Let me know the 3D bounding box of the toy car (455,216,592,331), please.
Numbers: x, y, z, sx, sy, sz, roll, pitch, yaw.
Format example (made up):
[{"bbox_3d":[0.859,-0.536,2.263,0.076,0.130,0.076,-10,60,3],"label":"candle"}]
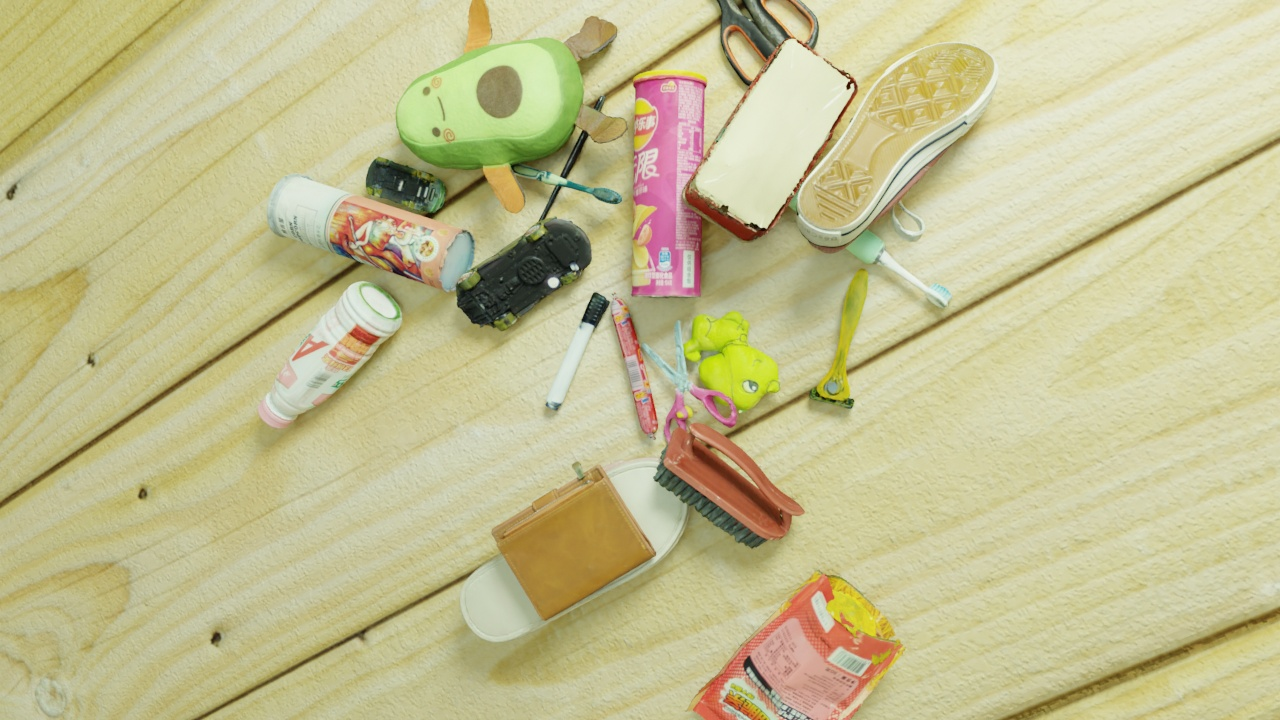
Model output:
[{"bbox_3d":[-0.120,-0.089,0.941,0.158,0.042,0.070,-31,115,16],"label":"toy car"}]

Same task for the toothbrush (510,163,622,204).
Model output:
[{"bbox_3d":[-0.102,-0.189,0.934,0.192,0.018,0.016,21,97,23],"label":"toothbrush"}]

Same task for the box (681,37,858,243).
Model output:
[{"bbox_3d":[0.115,-0.198,0.821,0.091,0.079,0.168,33,85,-4],"label":"box"}]

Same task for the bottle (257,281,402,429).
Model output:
[{"bbox_3d":[-0.346,0.000,1.006,0.197,0.068,0.068,-42,82,18],"label":"bottle"}]

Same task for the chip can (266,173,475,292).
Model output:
[{"bbox_3d":[-0.285,-0.136,0.976,0.215,0.071,0.071,19,98,13],"label":"chip can"}]

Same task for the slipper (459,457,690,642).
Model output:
[{"bbox_3d":[-0.066,0.194,0.941,0.274,0.054,0.114,-36,86,8],"label":"slipper"}]

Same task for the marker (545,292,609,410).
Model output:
[{"bbox_3d":[-0.066,-0.008,0.949,0.022,0.018,0.131,24,99,4],"label":"marker"}]

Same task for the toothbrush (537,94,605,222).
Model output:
[{"bbox_3d":[-0.076,-0.188,0.942,0.018,0.015,0.181,28,101,6],"label":"toothbrush"}]

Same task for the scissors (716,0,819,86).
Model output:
[{"bbox_3d":[0.066,-0.356,0.888,0.235,0.021,0.137,31,101,11],"label":"scissors"}]

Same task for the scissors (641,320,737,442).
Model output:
[{"bbox_3d":[0.048,0.027,0.903,0.125,0.017,0.133,4,102,41],"label":"scissors"}]

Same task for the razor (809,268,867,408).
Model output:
[{"bbox_3d":[0.196,-0.023,0.871,0.043,0.028,0.132,15,95,18],"label":"razor"}]

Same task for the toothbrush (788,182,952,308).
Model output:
[{"bbox_3d":[0.197,-0.120,0.863,0.224,0.026,0.027,39,66,11],"label":"toothbrush"}]

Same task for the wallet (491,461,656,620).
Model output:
[{"bbox_3d":[-0.070,0.173,0.895,0.131,0.035,0.119,-32,87,7],"label":"wallet"}]

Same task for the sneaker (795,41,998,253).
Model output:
[{"bbox_3d":[0.226,-0.182,0.821,0.118,0.088,0.240,37,78,22],"label":"sneaker"}]

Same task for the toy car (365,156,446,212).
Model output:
[{"bbox_3d":[-0.251,-0.186,0.980,0.091,0.036,0.043,21,100,13],"label":"toy car"}]

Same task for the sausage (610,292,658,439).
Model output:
[{"bbox_3d":[-0.006,0.005,0.931,0.020,0.020,0.156,-15,90,16],"label":"sausage"}]

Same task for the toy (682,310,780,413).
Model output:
[{"bbox_3d":[0.087,0.002,0.899,0.097,0.031,0.100,-4,89,21],"label":"toy"}]

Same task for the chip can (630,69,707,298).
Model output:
[{"bbox_3d":[0.026,-0.165,0.885,0.071,0.071,0.210,2,94,15],"label":"chip can"}]

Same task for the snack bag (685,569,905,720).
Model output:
[{"bbox_3d":[0.150,0.311,0.888,0.128,0.073,0.208,39,108,15],"label":"snack bag"}]

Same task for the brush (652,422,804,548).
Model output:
[{"bbox_3d":[0.087,0.121,0.879,0.146,0.063,0.069,38,119,-8],"label":"brush"}]

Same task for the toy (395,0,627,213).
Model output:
[{"bbox_3d":[-0.136,-0.257,0.916,0.247,0.090,0.227,-12,79,12],"label":"toy"}]
